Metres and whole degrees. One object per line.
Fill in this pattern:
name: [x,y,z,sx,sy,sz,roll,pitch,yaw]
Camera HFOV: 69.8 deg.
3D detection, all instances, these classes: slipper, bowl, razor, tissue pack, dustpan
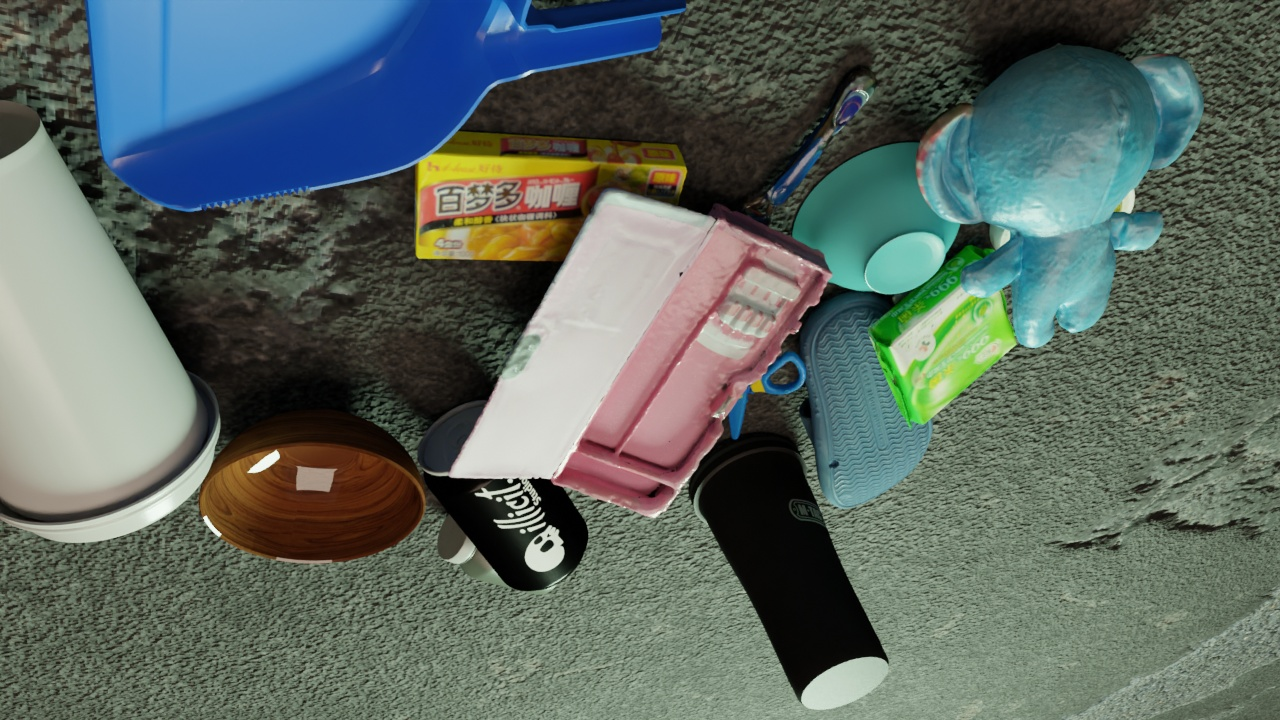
slipper: [0.174,0.031,0.725,0.104,0.059,0.214,-22,126,-4]
bowl: [0.165,-0.079,0.602,0.121,0.046,0.121,-8,140,-7]
razor: [0.093,-0.118,0.558,0.043,0.018,0.141,16,132,-30]
tissue pack: [0.219,-0.018,0.665,0.114,0.034,0.099,-39,128,-6]
bowl: [-0.228,0.077,0.651,0.147,0.068,0.147,-7,139,-6]
dustpan: [-0.091,-0.153,0.401,0.257,0.059,0.246,-23,173,-33]

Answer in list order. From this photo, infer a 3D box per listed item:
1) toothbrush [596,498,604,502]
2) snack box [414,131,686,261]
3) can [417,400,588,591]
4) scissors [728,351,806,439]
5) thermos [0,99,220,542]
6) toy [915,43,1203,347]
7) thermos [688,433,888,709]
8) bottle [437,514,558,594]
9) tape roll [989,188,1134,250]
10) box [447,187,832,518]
toothbrush: [0.001,0.067,0.748,0.014,0.017,0.189,13,135,-20]
snack box: [-0.055,-0.093,0.538,0.152,0.025,0.075,0,138,-16]
can: [-0.101,0.105,0.695,0.080,0.080,0.146,-21,127,8]
scissors: [0.065,0.020,0.702,0.097,0.020,0.133,33,140,-9]
thermos: [-0.317,-0.016,0.486,0.131,0.131,0.222,-7,132,-9]
toy: [0.248,-0.100,0.557,0.183,0.115,0.181,-18,120,-11]
thermos: [0.119,0.165,0.745,0.105,0.218,0.106,-11,133,-12]
bottle: [-0.118,0.163,0.790,0.108,0.060,0.060,27,125,-38]
tape roll: [0.291,-0.099,0.636,0.094,0.019,0.094,-8,140,-7]
box: [-0.005,0.000,0.597,0.180,0.050,0.233,16,122,-30]
